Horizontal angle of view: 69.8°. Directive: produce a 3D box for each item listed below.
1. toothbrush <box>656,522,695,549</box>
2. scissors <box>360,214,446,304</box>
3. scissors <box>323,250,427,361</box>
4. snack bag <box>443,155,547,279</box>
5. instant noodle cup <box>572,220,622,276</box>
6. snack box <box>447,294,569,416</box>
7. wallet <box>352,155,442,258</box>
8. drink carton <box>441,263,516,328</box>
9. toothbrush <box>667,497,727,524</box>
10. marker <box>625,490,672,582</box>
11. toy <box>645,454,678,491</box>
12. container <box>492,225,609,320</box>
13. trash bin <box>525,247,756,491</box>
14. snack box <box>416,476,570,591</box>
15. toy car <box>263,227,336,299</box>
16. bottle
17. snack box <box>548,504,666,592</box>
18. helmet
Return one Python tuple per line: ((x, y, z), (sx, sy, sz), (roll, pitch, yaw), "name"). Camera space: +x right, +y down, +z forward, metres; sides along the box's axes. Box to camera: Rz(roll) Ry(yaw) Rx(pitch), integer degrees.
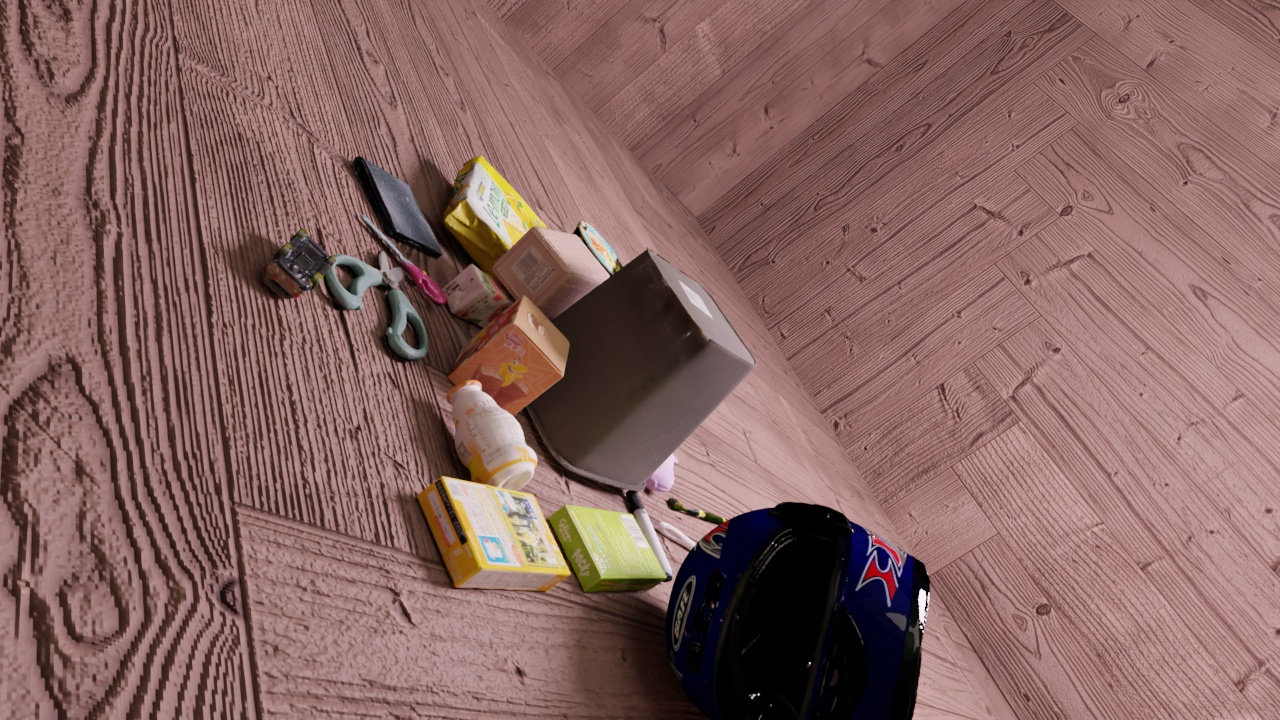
((0.071, 0.243, 1.203), (0.180, 0.016, 0.016), (40, 11, -44), "toothbrush")
((-0.261, -0.113, 1.017), (0.137, 0.017, 0.072), (48, 4, 2), "scissors")
((-0.247, -0.057, 0.915), (0.161, 0.019, 0.178), (49, 12, -10), "scissors")
((-0.200, -0.181, 1.266), (0.158, 0.068, 0.246), (47, 15, -23), "snack bag")
((-0.100, -0.126, 1.345), (0.111, 0.121, 0.111), (49, 15, -18), "instant noodle cup")
((-0.136, -0.001, 0.969), (0.077, 0.094, 0.092), (48, 15, -16), "snack box")
((-0.287, -0.182, 1.094), (0.120, 0.019, 0.097), (60, 15, 21), "wallet")
((-0.177, -0.068, 1.092), (0.045, 0.054, 0.122), (59, 15, 27), "drink carton")
((0.085, 0.219, 1.317), (0.017, 0.012, 0.185), (48, 10, 32), "toothbrush")
((0.011, 0.207, 1.091), (0.022, 0.018, 0.130), (49, 11, -48), "marker")
((0.018, 0.138, 1.241), (0.084, 0.039, 0.107), (34, 22, -11), "toy")
((-0.109, -0.103, 1.108), (0.090, 0.090, 0.110), (51, 15, 13), "container")
((-0.007, 0.006, 1.088), (0.199, 0.220, 0.198), (26, 27, -52), "trash bin")
((-0.121, 0.149, 0.779), (0.140, 0.034, 0.087), (24, 31, -59), "snack box")
((-0.293, -0.083, 0.789), (0.042, 0.035, 0.090), (49, 14, -20), "toy car")
((-0.141, 0.070, 0.845), (0.108, 0.063, 0.063), (58, 15, 24), "bottle")
((-0.032, 0.197, 0.959), (0.085, 0.026, 0.156), (59, 15, 24), "snack box")
((0.143, 0.264, 0.901), (0.240, 0.247, 0.315), (12, -3, 14), "helmet")
